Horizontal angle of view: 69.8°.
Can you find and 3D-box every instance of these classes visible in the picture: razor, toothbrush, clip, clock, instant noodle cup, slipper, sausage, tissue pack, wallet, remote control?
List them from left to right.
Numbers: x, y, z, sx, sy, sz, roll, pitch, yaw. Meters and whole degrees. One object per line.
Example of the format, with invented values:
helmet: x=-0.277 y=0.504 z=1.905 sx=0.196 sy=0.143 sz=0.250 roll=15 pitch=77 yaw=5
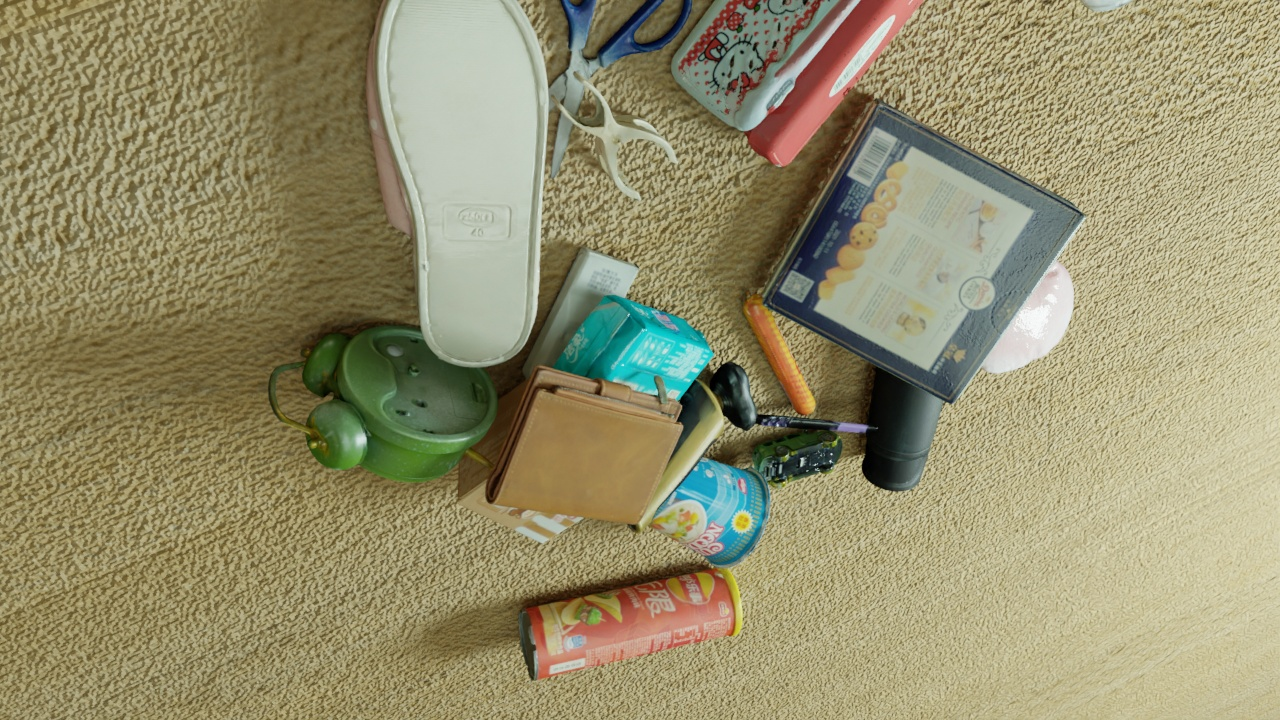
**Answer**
clock: x=-0.181 y=0.030 z=0.657 sx=0.161 sy=0.116 sz=0.056 roll=11 pitch=128 yaw=-31
slipper: x=-0.117 y=-0.122 z=0.613 sx=0.114 sy=0.054 sz=0.275 roll=-7 pitch=121 yaw=-10
remote control: x=-0.049 y=-0.029 z=0.728 sx=0.049 sy=0.024 sz=0.125 roll=14 pitch=115 yaw=-30
wallet: x=-0.034 y=0.061 z=0.670 sx=0.130 sy=0.035 sz=0.119 roll=16 pitch=100 yaw=-35
clip: x=-0.008 y=-0.165 z=0.638 sx=0.086 sy=0.035 sz=0.104 roll=-28 pitch=134 yaw=-2
tissue pack: x=-0.004 y=0.004 z=0.733 sx=0.093 sy=0.050 sz=0.133 roll=-53 pitch=148 yaw=13
razor: x=0.039 y=0.074 z=0.770 sx=0.167 sy=0.067 sz=0.062 roll=-51 pitch=177 yaw=-23
instant noodle cup: x=0.044 y=0.126 z=0.835 sx=0.110 sy=0.099 sz=0.099 roll=25 pitch=110 yaw=-26
sausage: x=0.125 y=-0.002 z=0.820 sx=0.021 sy=0.021 sz=0.165 roll=-33 pitch=129 yaw=1
toothbrush: x=0.134 y=0.058 z=0.846 sx=0.189 sy=0.016 sz=0.014 roll=6 pitch=119 yaw=-12

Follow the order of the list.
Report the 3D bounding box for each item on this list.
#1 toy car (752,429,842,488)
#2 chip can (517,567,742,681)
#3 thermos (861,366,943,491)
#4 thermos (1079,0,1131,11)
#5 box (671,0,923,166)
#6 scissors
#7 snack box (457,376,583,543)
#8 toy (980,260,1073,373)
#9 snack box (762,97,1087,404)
toy car: x=0.151 y=0.092 z=0.885 sx=0.091 sy=0.036 sz=0.043 roll=-11 pitch=125 yaw=-14
chip can: x=-0.009 y=0.261 z=0.912 sx=0.216 sy=0.073 sz=0.073 roll=-9 pitch=125 yaw=-18
thermos: x=0.260 y=0.009 z=0.863 sx=0.089 sy=0.068 sz=0.243 roll=-32 pitch=137 yaw=-36
thermos: x=0.282 y=-0.330 z=0.633 sx=0.220 sy=0.070 sz=0.070 roll=25 pitch=110 yaw=-33
box: x=0.123 y=-0.245 z=0.642 sx=0.201 sy=0.100 sz=0.095 roll=-49 pitch=167 yaw=13
scissors: x=-0.032 y=-0.206 z=0.621 sx=0.162 sy=0.012 sz=0.163 roll=-15 pitch=129 yaw=-12
snack box: x=-0.082 y=0.081 z=0.741 sx=0.093 sy=0.077 sz=0.094 roll=-35 pitch=130 yaw=25
toy: x=0.354 y=-0.060 z=0.854 sx=0.121 sy=0.054 sz=0.160 roll=-27 pitch=130 yaw=-13
snack box: x=0.219 y=-0.084 z=0.733 sx=0.182 sy=0.045 sz=0.178 roll=28 pitch=112 yaw=-1
